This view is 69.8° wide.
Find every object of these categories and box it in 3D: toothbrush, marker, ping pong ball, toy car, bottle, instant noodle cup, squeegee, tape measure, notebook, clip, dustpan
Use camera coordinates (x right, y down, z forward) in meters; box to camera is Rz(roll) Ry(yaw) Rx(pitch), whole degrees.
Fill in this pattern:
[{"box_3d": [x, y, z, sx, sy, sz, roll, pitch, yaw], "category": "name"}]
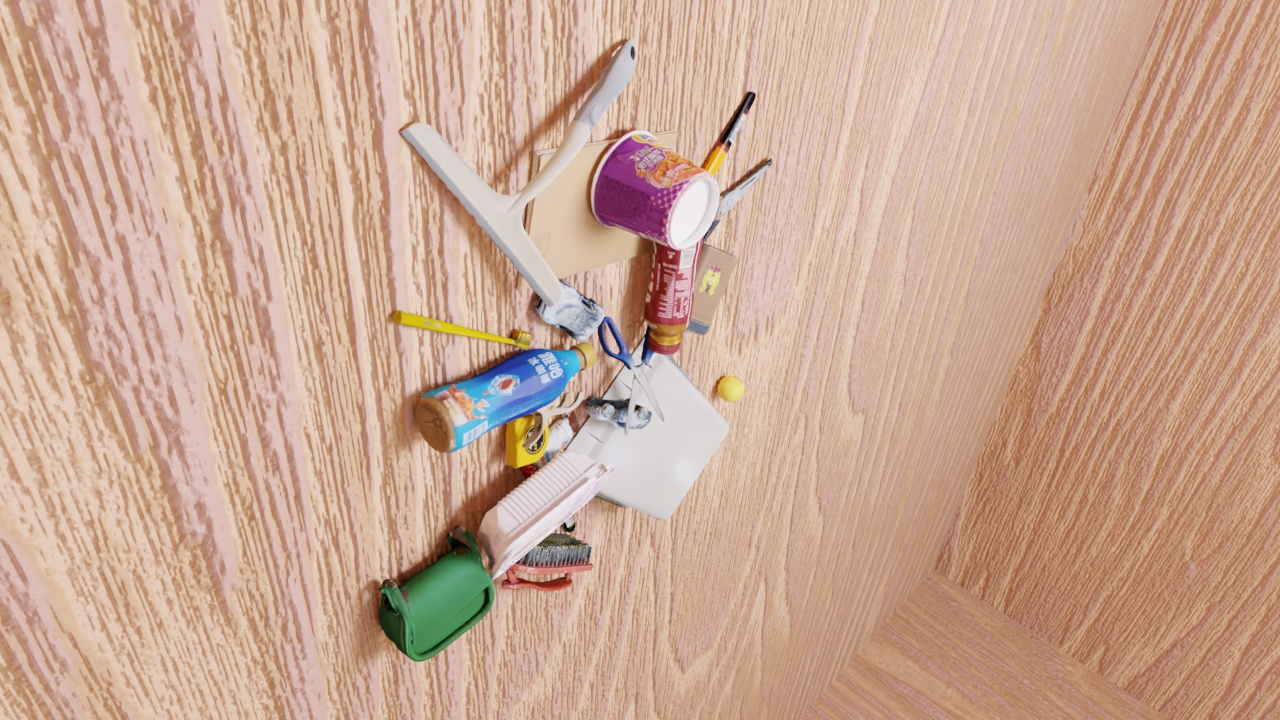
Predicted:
[{"box_3d": [-0.170, -0.032, 0.911, 0.189, 0.016, 0.016, 11, 103, -57], "category": "toothbrush"}, {"box_3d": [-0.102, 0.196, 1.216, 0.018, 0.015, 0.124, -49, 152, -25], "category": "marker"}, {"box_3d": [0.138, 0.043, 1.394, 0.040, 0.040, 0.040, -35, 143, -33], "category": "ping pong ball"}, {"box_3d": [-0.029, 0.066, 1.152, 0.090, 0.043, 0.034, 9, 105, -36], "category": "toy car"}, {"box_3d": [-0.133, 0.028, 0.971, 0.218, 0.065, 0.065, -28, 138, -42], "category": "bottle"}, {"box_3d": [-0.120, 0.173, 1.085, 0.173, 0.060, 0.138, -39, 171, -29], "category": "instant noodle cup"}, {"box_3d": [0.021, -0.172, 0.956, 0.111, 0.099, 0.112, -37, 143, -34], "category": "instant noodle cup"}, {"box_3d": [0.037, -0.091, 1.086, 0.057, 0.057, 0.175, -25, 133, -43], "category": "bottle"}, {"box_3d": [0.105, -0.267, 1.097, 0.124, 0.015, 0.018, -61, 151, -1], "category": "marker"}, {"box_3d": [-0.076, -0.053, 1.007, 0.049, 0.031, 0.105, -51, 149, 4], "category": "toy car"}, {"box_3d": [-0.065, -0.211, 0.859, 0.246, 0.039, 0.246, -55, 139, -16], "category": "squeegee"}, {"box_3d": [-0.133, 0.089, 1.056, 0.057, 0.029, 0.060, -13, 108, -51], "category": "tape measure"}, {"box_3d": [-0.043, -0.163, 0.980, 0.210, 0.012, 0.150, -23, 136, -44], "category": "notebook"}, {"box_3d": [-0.109, 0.053, 1.038, 0.100, 0.035, 0.076, -43, 113, -37], "category": "clip"}, {"box_3d": [0.003, 0.107, 1.290, 0.257, 0.143, 0.222, 38, 84, -30], "category": "dustpan"}]

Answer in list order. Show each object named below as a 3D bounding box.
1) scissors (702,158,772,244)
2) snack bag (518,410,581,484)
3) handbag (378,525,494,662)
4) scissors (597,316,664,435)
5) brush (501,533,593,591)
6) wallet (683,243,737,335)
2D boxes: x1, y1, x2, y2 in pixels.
[{"box_3d": [0.097, -0.202, 1.142, 0.176, 0.015, 0.210, 21, 99, -58], "category": "scissors"}, {"box_3d": [-0.112, 0.105, 1.106, 0.105, 0.026, 0.045, -46, 146, -22], "category": "snack bag"}, {"box_3d": [-0.234, 0.264, 1.044, 0.131, 0.068, 0.120, -31, 133, -36], "category": "handbag"}, {"box_3d": [-0.004, 0.004, 1.129, 0.162, 0.012, 0.175, 42, 58, -41], "category": "scissors"}, {"box_3d": [-0.127, 0.265, 1.193, 0.145, 0.063, 0.069, 15, 91, -57], "category": "brush"}, {"box_3d": [0.082, -0.093, 1.205, 0.090, 0.033, 0.115, 10, 106, -56], "category": "wallet"}]
